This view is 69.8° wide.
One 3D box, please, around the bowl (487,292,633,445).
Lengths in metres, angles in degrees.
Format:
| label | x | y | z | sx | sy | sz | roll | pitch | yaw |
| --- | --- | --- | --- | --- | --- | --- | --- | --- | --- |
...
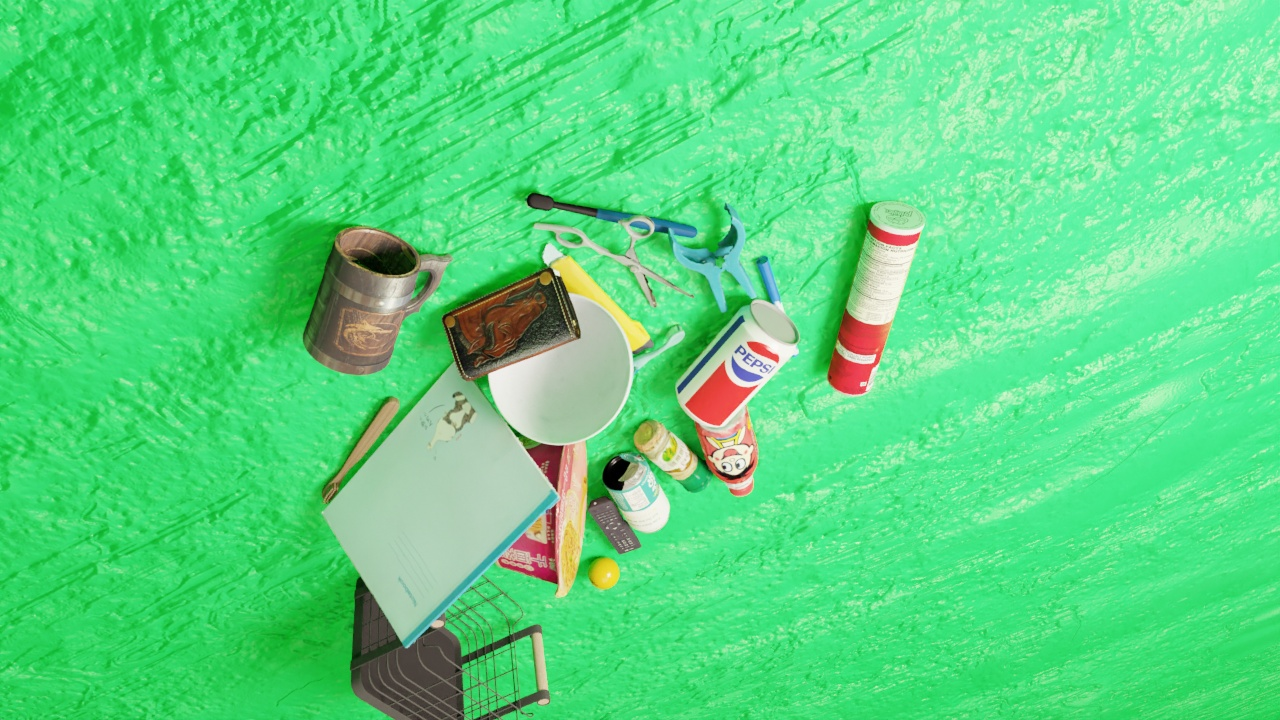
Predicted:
| label | x | y | z | sx | sy | sz | roll | pitch | yaw |
| --- | --- | --- | --- | --- | --- | --- | --- | --- | --- |
| bowl | -0.068 | 0.009 | 0.897 | 0.144 | 0.144 | 0.074 | -30 | 171 | 13 |

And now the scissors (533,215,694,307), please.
| label | x | y | z | sx | sy | sz | roll | pitch | yaw |
| --- | --- | --- | --- | --- | --- | --- | --- | --- | --- |
| scissors | -0.022 | -0.095 | 0.863 | 0.162 | 0.014 | 0.142 | 9 | 151 | 1 |

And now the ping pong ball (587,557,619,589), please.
| label | x | y | z | sx | sy | sz | roll | pitch | yaw |
| --- | --- | --- | --- | --- | --- | --- | --- | --- | --- |
| ping pong ball | -0.047 | 0.272 | 1.173 | 0.040 | 0.040 | 0.040 | -7 | 132 | -8 |

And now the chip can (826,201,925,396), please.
| label | x | y | z | sx | sy | sz | roll | pitch | yaw |
| --- | --- | --- | --- | --- | --- | --- | --- | --- | --- |
| chip can | 0.237 | -0.057 | 0.942 | 0.051 | 0.051 | 0.215 | -4 | 132 | -10 |

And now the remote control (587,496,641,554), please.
| label | x | y | z | sx | sy | sz | roll | pitch | yaw |
| --- | --- | --- | --- | --- | --- | --- | --- | --- | --- |
| remote control | -0.031 | 0.200 | 1.114 | 0.032 | 0.015 | 0.136 | -20 | 142 | 4 |

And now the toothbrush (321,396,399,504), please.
| label | x | y | z | sx | sy | sz | roll | pitch | yaw |
| --- | --- | --- | --- | --- | --- | --- | --- | --- | --- |
| toothbrush | -0.299 | 0.097 | 0.974 | 0.016 | 0.016 | 0.167 | 23 | 122 | -32 |

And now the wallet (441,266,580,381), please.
| label | x | y | z | sx | sy | sz | roll | pitch | yaw |
| --- | --- | --- | --- | --- | --- | --- | --- | --- | --- |
| wallet | -0.122 | -0.033 | 0.863 | 0.123 | 0.072 | 0.019 | -22 | 171 | 14 |

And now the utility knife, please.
| label | x | y | z | sx | sy | sz | roll | pitch | yaw |
| --- | --- | --- | --- | --- | --- | --- | --- | --- | --- |
| utility knife | -0.042 | -0.058 | 0.898 | 0.030 | 0.017 | 0.165 | -36 | 130 | 12 |

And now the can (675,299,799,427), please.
| label | x | y | z | sx | sy | sz | roll | pitch | yaw |
| --- | --- | --- | --- | --- | --- | --- | --- | --- | --- |
| can | 0.098 | 0.005 | 0.946 | 0.070 | 0.070 | 0.132 | 20 | 127 | -28 |

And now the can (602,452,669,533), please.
| label | x | y | z | sx | sy | sz | roll | pitch | yaw |
| --- | --- | --- | --- | --- | --- | --- | --- | --- | --- |
| can | -0.003 | 0.155 | 1.070 | 0.055 | 0.054 | 0.102 | -22 | 132 | 6 |

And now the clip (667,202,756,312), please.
| label | x | y | z | sx | sy | sz | roll | pitch | yaw |
| --- | --- | --- | --- | --- | --- | --- | --- | --- | --- |
| clip | 0.089 | -0.106 | 0.869 | 0.121 | 0.031 | 0.130 | -41 | 135 | 24 |

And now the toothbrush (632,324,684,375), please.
| label | x | y | z | sx | sy | sz | roll | pitch | yaw |
| --- | --- | --- | --- | --- | --- | --- | --- | --- | --- |
| toothbrush | -0.006 | 0.006 | 0.966 | 0.135 | 0.017 | 0.022 | -38 | 129 | 23 |

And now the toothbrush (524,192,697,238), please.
| label | x | y | z | sx | sy | sz | roll | pitch | yaw |
| --- | --- | --- | --- | --- | --- | --- | --- | --- | --- |
| toothbrush | -0.024 | -0.131 | 0.837 | 0.167 | 0.014 | 0.014 | 8 | 95 | -23 |

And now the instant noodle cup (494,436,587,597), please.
| label | x | y | z | sx | sy | sz | roll | pitch | yaw |
| --- | --- | --- | --- | --- | --- | --- | --- | --- | --- |
| instant noodle cup | -0.109 | 0.153 | 0.978 | 0.078 | 0.178 | 0.179 | 3 | 132 | 6 |

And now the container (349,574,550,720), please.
| label | x | y | z | sx | sy | sz | roll | pitch | yaw |
| --- | --- | --- | --- | --- | --- | --- | --- | --- | --- |
| container | -0.228 | 0.344 | 1.110 | 0.130 | 0.162 | 0.241 | -27 | 132 | 10 |

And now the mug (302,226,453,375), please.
| label | x | y | z | sx | sy | sz | roll | pitch | yaw |
| --- | --- | --- | --- | --- | --- | --- | --- | --- | --- |
| mug | -0.233 | -0.055 | 0.824 | 0.115 | 0.080 | 0.107 | -9 | 138 | -45 |

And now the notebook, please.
| label | x | y | z | sx | sy | sz | roll | pitch | yaw |
| --- | --- | --- | --- | --- | --- | --- | --- | --- | --- |
| notebook | -0.213 | 0.149 | 0.938 | 0.254 | 0.181 | 0.009 | -46 | 161 | 19 |

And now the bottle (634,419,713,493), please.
| label | x | y | z | sx | sy | sz | roll | pitch | yaw |
| --- | --- | --- | --- | --- | --- | --- | --- | --- | --- |
| bottle | 0.038 | 0.109 | 1.050 | 0.043 | 0.043 | 0.111 | -34 | 129 | 17 |

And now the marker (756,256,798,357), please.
| label | x | y | z | sx | sy | sz | roll | pitch | yaw |
| --- | --- | --- | --- | --- | --- | --- | --- | --- | --- |
| marker | 0.144 | -0.053 | 0.951 | 0.013 | 0.013 | 0.142 | -22 | 133 | 6 |

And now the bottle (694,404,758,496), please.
| label | x | y | z | sx | sy | sz | roll | pitch | yaw |
| --- | --- | --- | --- | --- | --- | --- | --- | --- | --- |
| bottle | 0.103 | 0.103 | 1.046 | 0.062 | 0.062 | 0.138 | -18 | 132 | 3 |
